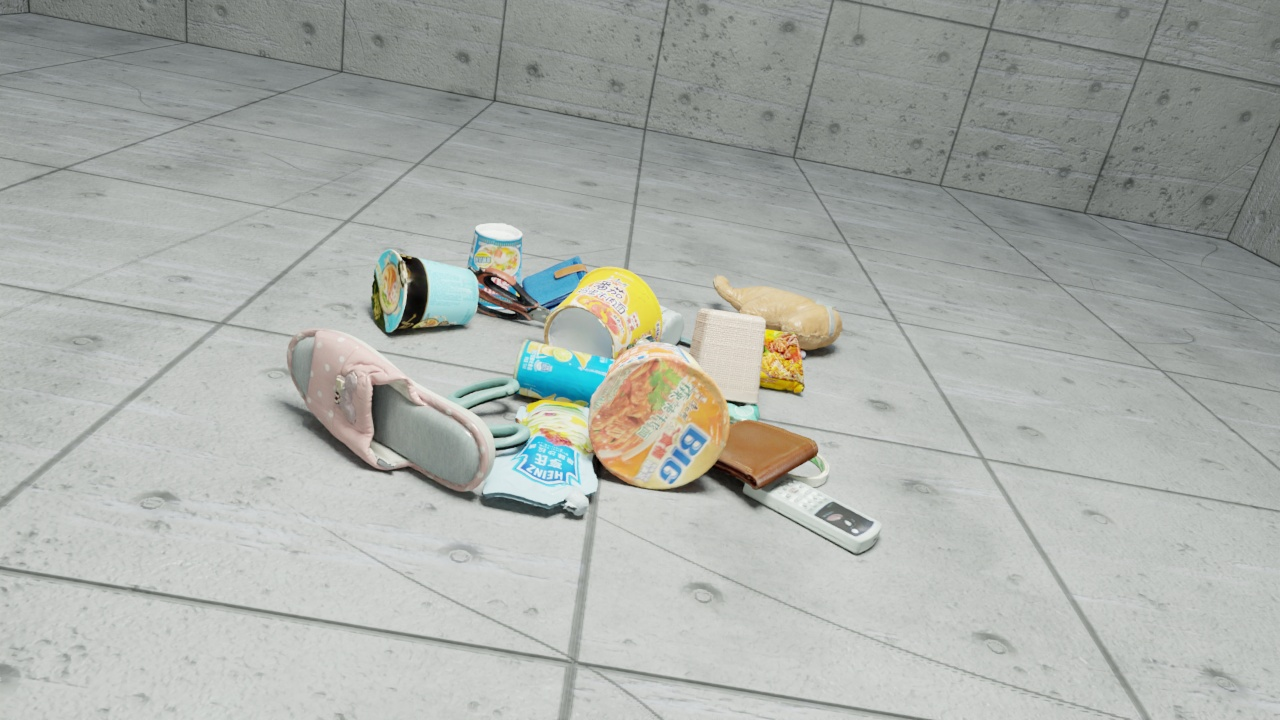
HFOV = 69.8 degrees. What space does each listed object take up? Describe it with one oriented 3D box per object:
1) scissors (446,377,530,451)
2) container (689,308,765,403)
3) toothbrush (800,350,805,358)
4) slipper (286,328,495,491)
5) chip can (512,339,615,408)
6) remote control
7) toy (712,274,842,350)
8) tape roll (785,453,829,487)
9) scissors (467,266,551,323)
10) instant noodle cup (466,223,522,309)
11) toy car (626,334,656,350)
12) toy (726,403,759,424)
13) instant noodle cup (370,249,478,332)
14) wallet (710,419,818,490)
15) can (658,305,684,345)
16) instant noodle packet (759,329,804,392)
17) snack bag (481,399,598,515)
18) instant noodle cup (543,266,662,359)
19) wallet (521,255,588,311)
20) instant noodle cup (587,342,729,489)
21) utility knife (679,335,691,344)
[{"bbox_3d":[-0.182,0.057,1.024,0.170,0.019,0.179,4,26,22],"label":"scissors"},{"bbox_3d":[0.111,-0.008,1.198,0.090,0.111,0.090,8,4,-7],"label":"container"},{"bbox_3d":[0.168,-0.022,1.379,0.189,0.021,0.029,9,-16,-23],"label":"toothbrush"},{"bbox_3d":[-0.267,0.051,0.932,0.274,0.114,0.054,28,24,20],"label":"slipper"},{"bbox_3d":[-0.046,0.030,1.120,0.210,0.071,0.071,12,24,3],"label":"chip can"},{"bbox_3d":[0.186,0.159,0.996,0.150,0.021,0.058,25,27,31],"label":"remote control"},{"bbox_3d":[0.218,-0.080,1.478,0.226,0.082,0.143,28,16,38],"label":"toy"},{"bbox_3d":[0.180,0.122,1.086,0.086,0.014,0.085,9,23,-4],"label":"tape roll"},{"bbox_3d":[-0.151,-0.079,1.313,0.207,0.193,0.015,-7,41,27],"label":"scissors"},{"bbox_3d":[-0.221,-0.146,1.391,0.099,0.110,0.099,9,24,-4],"label":"instant noodle cup"},{"bbox_3d":[-0.007,0.007,1.168,0.035,0.091,0.042,38,28,16],"label":"toy car"},{"bbox_3d":[0.103,0.070,1.150,0.092,0.030,0.096,9,21,6],"label":"toy"},{"bbox_3d":[-0.290,-0.091,1.255,0.120,0.111,0.111,2,24,-39],"label":"instant noodle cup"},{"bbox_3d":[0.125,0.105,1.043,0.101,0.032,0.125,-19,22,-33],"label":"wallet"},{"bbox_3d":[-0.008,-0.067,1.373,0.147,0.058,0.058,26,28,30],"label":"can"},{"bbox_3d":[0.166,-0.007,1.304,0.128,0.044,0.110,7,45,-5],"label":"instant noodle packet"},{"bbox_3d":[-0.095,0.102,0.982,0.110,0.039,0.190,20,24,-4],"label":"snack bag"},{"bbox_3d":[-0.054,-0.043,1.217,0.138,0.138,0.109,20,33,19],"label":"instant noodle cup"},{"bbox_3d":[-0.129,-0.114,1.413,0.106,0.040,0.133,-22,28,-1],"label":"wallet"},{"bbox_3d":[0.018,0.052,1.017,0.151,0.151,0.111,10,17,-4],"label":"instant noodle cup"},{"bbox_3d":[0.119,-0.012,1.356,0.219,0.022,0.030,27,23,19],"label":"utility knife"}]
